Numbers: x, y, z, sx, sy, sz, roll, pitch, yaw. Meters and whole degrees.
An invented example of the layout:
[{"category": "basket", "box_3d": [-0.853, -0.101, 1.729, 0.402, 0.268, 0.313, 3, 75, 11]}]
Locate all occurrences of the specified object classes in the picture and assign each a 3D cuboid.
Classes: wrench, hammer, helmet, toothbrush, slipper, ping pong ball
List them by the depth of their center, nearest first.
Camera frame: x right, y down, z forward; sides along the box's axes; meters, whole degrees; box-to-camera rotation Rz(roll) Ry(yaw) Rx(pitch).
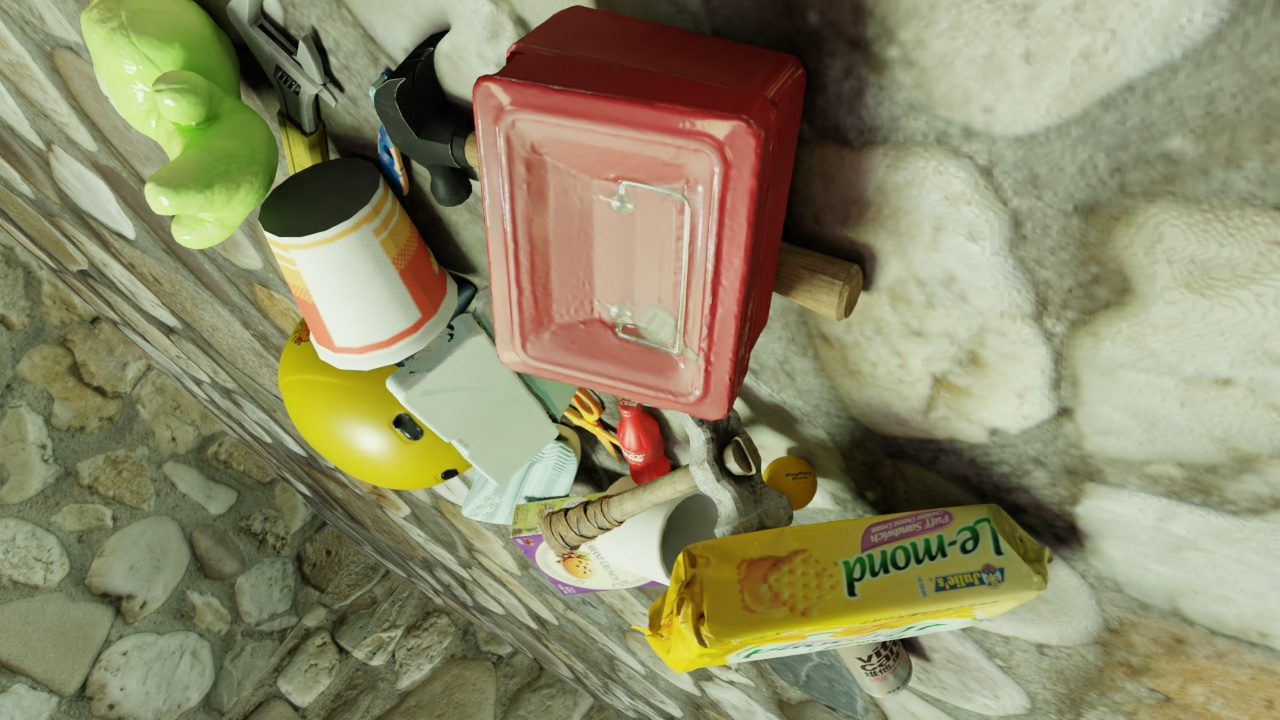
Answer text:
[{"category": "hammer", "box_3d": [-0.022, -0.094, 0.515, 0.306, 0.040, 0.132, 25, 157, 23]}, {"category": "toothbrush", "box_3d": [-0.173, -0.150, 0.633, 0.021, 0.017, 0.135, 43, 157, 9]}, {"category": "ping pong ball", "box_3d": [0.108, 0.089, 0.664, 0.040, 0.040, 0.040, 30, 155, 15]}, {"category": "wrench", "box_3d": [-0.262, -0.177, 0.702, 0.083, 0.018, 0.274, 37, 156, -1]}, {"category": "hammer", "box_3d": [-0.006, 0.113, 0.743, 0.320, 0.048, 0.121, -34, 81, 54]}, {"category": "helmet", "box_3d": [-0.259, 0.045, 0.889, 0.240, 0.139, 0.209, 43, 166, 42]}, {"category": "slipper", "box_3d": [-0.120, 0.113, 0.960, 0.104, 0.074, 0.246, 10, 150, -15]}]

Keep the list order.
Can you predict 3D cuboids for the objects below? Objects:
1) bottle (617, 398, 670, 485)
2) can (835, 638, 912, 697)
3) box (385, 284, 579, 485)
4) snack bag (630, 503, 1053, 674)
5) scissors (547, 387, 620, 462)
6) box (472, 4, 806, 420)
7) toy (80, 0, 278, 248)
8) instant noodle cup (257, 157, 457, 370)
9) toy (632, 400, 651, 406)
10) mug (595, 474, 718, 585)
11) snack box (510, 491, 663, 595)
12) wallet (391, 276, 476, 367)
[{"category": "bottle", "box_3d": [0.000, 0.067, 0.773, 0.036, 0.036, 0.119, 24, 153, 25]}, {"category": "can", "box_3d": [0.199, 0.247, 0.813, 0.054, 0.054, 0.136, 13, 147, 43]}, {"category": "box", "box_3d": [-0.086, 0.009, 0.627, 0.041, 0.134, 0.197, 39, 168, 21]}, {"category": "snack bag", "box_3d": [0.120, 0.148, 0.593, 0.247, 0.068, 0.160, -6, 158, -6]}, {"category": "scissors", "box_3d": [-0.050, 0.057, 0.853, 0.128, 0.011, 0.125, 17, 149, 40]}, {"category": "box", "box_3d": [0.000, -0.066, 0.421, 0.129, 0.092, 0.158, 18, 132, 17]}, {"category": "toy", "box_3d": [-0.324, -0.184, 0.651, 0.150, 0.107, 0.196, 145, 109, -71]}, {"category": "instant noodle cup", "box_3d": [-0.222, -0.079, 0.711, 0.123, 0.123, 0.121, 21, 147, 31]}, {"category": "toy", "box_3d": [-0.004, 0.004, 0.675, 0.085, 0.033, 0.105, 21, 157, 1]}, {"category": "mug", "box_3d": [0.031, 0.161, 0.847, 0.121, 0.091, 0.090, 32, 163, -36]}, {"category": "snack box", "box_3d": [-0.041, 0.193, 0.967, 0.148, 0.040, 0.143, -10, 139, 17]}, {"category": "wallet", "box_3d": [-0.205, -0.044, 0.784, 0.115, 0.089, 0.026, 21, 158, 29]}]
